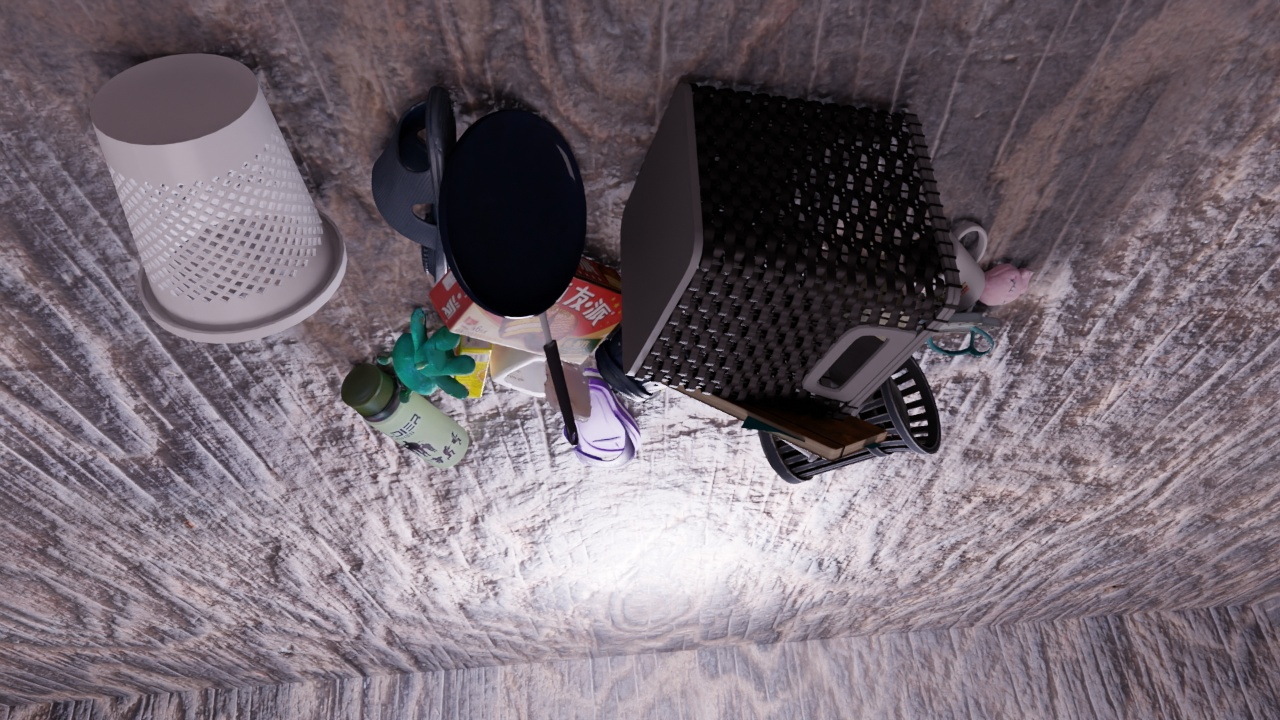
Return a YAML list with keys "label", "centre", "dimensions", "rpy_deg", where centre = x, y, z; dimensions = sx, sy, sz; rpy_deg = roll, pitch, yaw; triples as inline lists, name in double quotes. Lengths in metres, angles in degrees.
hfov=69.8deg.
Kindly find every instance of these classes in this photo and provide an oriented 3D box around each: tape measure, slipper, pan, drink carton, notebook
- label: "tape measure"
  centre: [0.000, 0.033, 1.338]
  dimensions: [0.071, 0.042, 0.073]
  rpy_deg: [20, 146, -34]
- label: "slipper"
  centre: [-0.007, 0.007, 1.176]
  dimensions: [0.095, 0.105, 0.253]
  rpy_deg: [-38, 178, -19]
- label: "pan"
  centre: [-0.106, -0.069, 0.921]
  dimensions: [0.021, 0.198, 0.357]
  rpy_deg: [6, 119, 36]
- label: "drink carton"
  centre: [-0.223, -0.005, 1.220]
  dimensions: [0.043, 0.058, 0.135]
  rpy_deg: [3, 150, -15]
- label: "notebook"
  centre: [0.141, 0.050, 1.002]
  dimensions: [0.249, 0.014, 0.178]
  rpy_deg: [24, -164, 30]
- label: "slipper"
  centre: [-0.066, 0.114, 1.421]
  dimensions: [0.107, 0.084, 0.267]
  rpy_deg: [-10, 149, 7]
- label: "slipper"
  centre: [0.405, -0.032, 1.187]
  dimensions: [0.098, 0.054, 0.268]
  rpy_deg: [0, 179, 27]
- label: "slipper"
  centre: [-0.225, -0.162, 0.918]
  dimensions: [0.082, 0.101, 0.264]
  rpy_deg: [0, 153, -11]

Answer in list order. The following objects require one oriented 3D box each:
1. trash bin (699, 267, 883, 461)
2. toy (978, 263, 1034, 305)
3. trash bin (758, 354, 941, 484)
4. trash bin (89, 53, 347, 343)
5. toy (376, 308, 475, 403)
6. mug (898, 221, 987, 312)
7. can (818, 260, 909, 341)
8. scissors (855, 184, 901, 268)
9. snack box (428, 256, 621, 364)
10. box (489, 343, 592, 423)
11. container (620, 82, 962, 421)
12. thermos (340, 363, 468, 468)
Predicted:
- label: "trash bin"
  centre: [0.173, -0.001, 1.149]
  dimensions: [0.220, 0.097, 0.192]
  rpy_deg: [33, 147, 7]
- label: "toy"
  centre: [0.451, -0.096, 1.184]
  dimensions: [0.110, 0.047, 0.064]
  rpy_deg: [-2, 141, 0]
- label: "trash bin"
  centre: [0.305, 0.091, 1.374]
  dimensions: [0.228, 0.164, 0.164]
  rpy_deg: [-23, 145, 34]
- label: "trash bin"
  centre: [-0.389, -0.154, 0.838]
  dimensions: [0.195, 0.195, 0.200]
  rpy_deg: [-3, 140, -5]
- label: "toy"
  centre: [-0.277, 0.002, 1.178]
  dimensions: [0.072, 0.130, 0.194]
  rpy_deg: [-33, -169, -38]
- label: "mug"
  centre: [0.378, -0.120, 1.116]
  dimensions: [0.105, 0.073, 0.089]
  rpy_deg: [-46, 136, 14]
- label: "can"
  centre: [0.279, -0.063, 1.185]
  dimensions: [0.128, 0.073, 0.128]
  rpy_deg: [-4, 150, -2]
- label: "scissors"
  centre: [0.285, -0.142, 1.065]
  dimensions: [0.157, 0.012, 0.162]
  rpy_deg: [-31, 137, -43]
- label: "snack box"
  centre: [-0.113, -0.070, 1.038]
  dimensions: [0.113, 0.060, 0.236]
  rpy_deg: [-46, 151, 18]
- label: "box"
  centre: [-0.121, 0.031, 1.216]
  dimensions: [0.129, 0.136, 0.108]
  rpy_deg: [-24, 153, 30]
- label: "container"
  centre: [0.128, -0.108, 0.925]
  dimensions: [0.243, 0.245, 0.248]
  rpy_deg: [8, 147, -15]
- label: "thermos"
  centre: [-0.338, 0.080, 1.333]
  dimensions: [0.082, 0.082, 0.231]
  rpy_deg: [-15, 148, 16]
